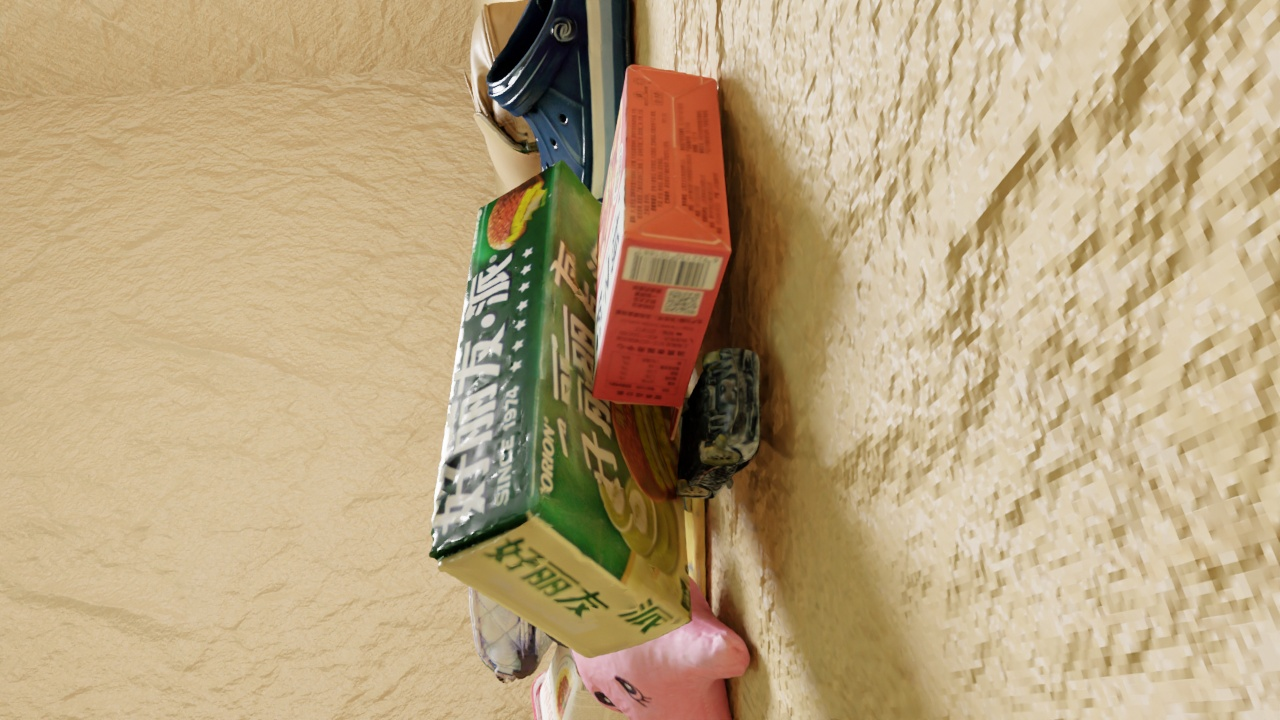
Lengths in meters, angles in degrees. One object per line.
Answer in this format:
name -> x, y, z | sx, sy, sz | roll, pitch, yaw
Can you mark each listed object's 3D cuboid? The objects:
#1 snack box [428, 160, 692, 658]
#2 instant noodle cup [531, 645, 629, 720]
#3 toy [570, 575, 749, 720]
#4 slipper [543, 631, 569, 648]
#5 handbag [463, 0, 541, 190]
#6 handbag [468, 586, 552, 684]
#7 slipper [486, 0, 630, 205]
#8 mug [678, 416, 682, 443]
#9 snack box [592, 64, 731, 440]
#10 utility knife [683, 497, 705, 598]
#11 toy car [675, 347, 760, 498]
snack box -> -0.035, 0.016, 0.468 | 0.114, 0.063, 0.239 | 46, -151, -37
instant noodle cup -> -0.038, 0.315, 0.881 | 0.116, 0.116, 0.124 | -111, 29, -55
toy -> 0.010, 0.178, 0.553 | 0.178, 0.074, 0.195 | 57, 151, 11
slipper -> -0.034, 0.093, 0.740 | 0.083, 0.111, 0.267 | 44, -144, -64
handbag -> -0.102, -0.225, 0.825 | 0.204, 0.100, 0.147 | 89, 171, -80
handbag -> -0.099, 0.204, 0.910 | 0.193, 0.076, 0.134 | -55, -31, -61
slipper -> -0.054, -0.192, 0.605 | 0.105, 0.095, 0.253 | -106, 16, -53
mug -> -0.033, 0.021, 0.610 | 0.123, 0.103, 0.084 | -109, 15, -48
snack box -> 0.004, -0.046, 0.419 | 0.127, 0.044, 0.113 | 104, 169, -49
utility knife -> 0.033, 0.102, 0.558 | 0.031, 0.018, 0.152 | -125, 24, -59
toy car -> 0.036, 0.031, 0.414 | 0.106, 0.031, 0.048 | 112, 164, -68
